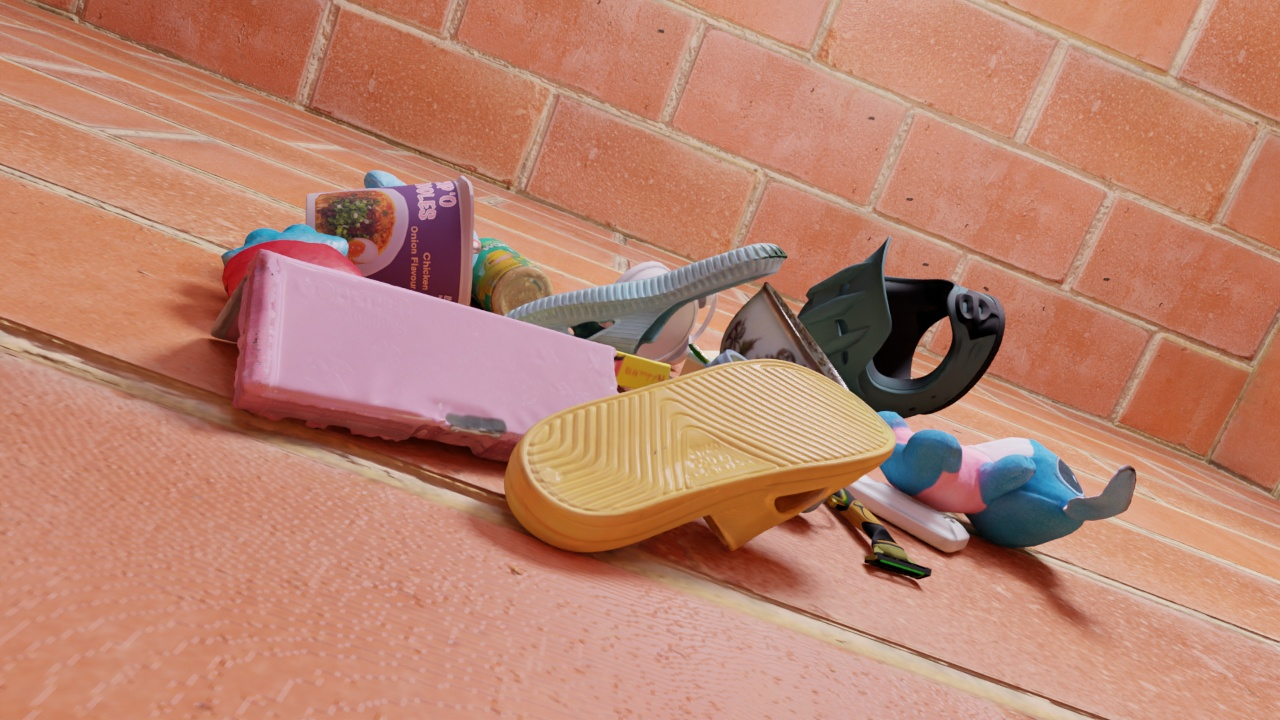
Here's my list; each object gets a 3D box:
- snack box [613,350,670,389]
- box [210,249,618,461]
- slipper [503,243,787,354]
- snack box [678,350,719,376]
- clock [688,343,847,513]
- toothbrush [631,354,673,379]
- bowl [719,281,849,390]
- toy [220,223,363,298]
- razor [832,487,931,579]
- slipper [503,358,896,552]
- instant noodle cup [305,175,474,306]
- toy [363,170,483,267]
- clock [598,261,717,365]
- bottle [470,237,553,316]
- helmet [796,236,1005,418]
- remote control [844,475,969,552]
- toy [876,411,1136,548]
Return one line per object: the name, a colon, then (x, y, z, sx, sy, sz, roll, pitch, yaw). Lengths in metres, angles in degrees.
snack box: (-0.059, -0.006, 0.686, 0.152, 0.025, 0.075, 15, -1, -31)
box: (-0.135, 0.021, 0.563, 0.232, 0.116, 0.106, 14, 54, -34)
slipper: (0.003, -0.046, 0.845, 0.276, 0.069, 0.116, -14, 4, 11)
snack box: (0.145, 0.033, 1.005, 0.141, 0.044, 0.193, 28, 12, 25)
clock: (0.092, 0.058, 0.684, 0.162, 0.060, 0.118, 39, 14, -20)
toothbrush: (-0.005, 0.005, 0.847, 0.018, 0.019, 0.188, 9, 8, -41)
bowl: (0.123, 0.020, 0.833, 0.160, 0.094, 0.159, 51, 13, -18)
toy: (-0.238, -0.057, 0.630, 0.092, 0.062, 0.133, 4, 28, -32)
razor: (0.165, 0.121, 0.682, 0.044, 0.021, 0.144, 19, 9, -13)
slipper: (0.037, 0.062, 0.546, 0.262, 0.079, 0.099, -10, 49, -36)
instant noodle cup: (-0.203, -0.094, 0.737, 0.121, 0.137, 0.121, -1, 63, -18)
toy: (-0.244, -0.122, 0.876, 0.180, 0.115, 0.183, 0, 11, -32)
clock: (0.023, -0.050, 0.999, 0.158, 0.120, 0.061, -6, 37, -47)
bottle: (-0.162, -0.096, 0.976, 0.068, 0.068, 0.210, 14, 13, -33)
helmet: (0.285, -0.030, 1.096, 0.200, 0.176, 0.275, 11, -23, -11)
remote control: (0.209, 0.118, 0.769, 0.133, 0.022, 0.050, 29, 12, 34)
toy: (0.301, 0.102, 0.793, 0.191, 0.099, 0.224, 22, -7, -10)
